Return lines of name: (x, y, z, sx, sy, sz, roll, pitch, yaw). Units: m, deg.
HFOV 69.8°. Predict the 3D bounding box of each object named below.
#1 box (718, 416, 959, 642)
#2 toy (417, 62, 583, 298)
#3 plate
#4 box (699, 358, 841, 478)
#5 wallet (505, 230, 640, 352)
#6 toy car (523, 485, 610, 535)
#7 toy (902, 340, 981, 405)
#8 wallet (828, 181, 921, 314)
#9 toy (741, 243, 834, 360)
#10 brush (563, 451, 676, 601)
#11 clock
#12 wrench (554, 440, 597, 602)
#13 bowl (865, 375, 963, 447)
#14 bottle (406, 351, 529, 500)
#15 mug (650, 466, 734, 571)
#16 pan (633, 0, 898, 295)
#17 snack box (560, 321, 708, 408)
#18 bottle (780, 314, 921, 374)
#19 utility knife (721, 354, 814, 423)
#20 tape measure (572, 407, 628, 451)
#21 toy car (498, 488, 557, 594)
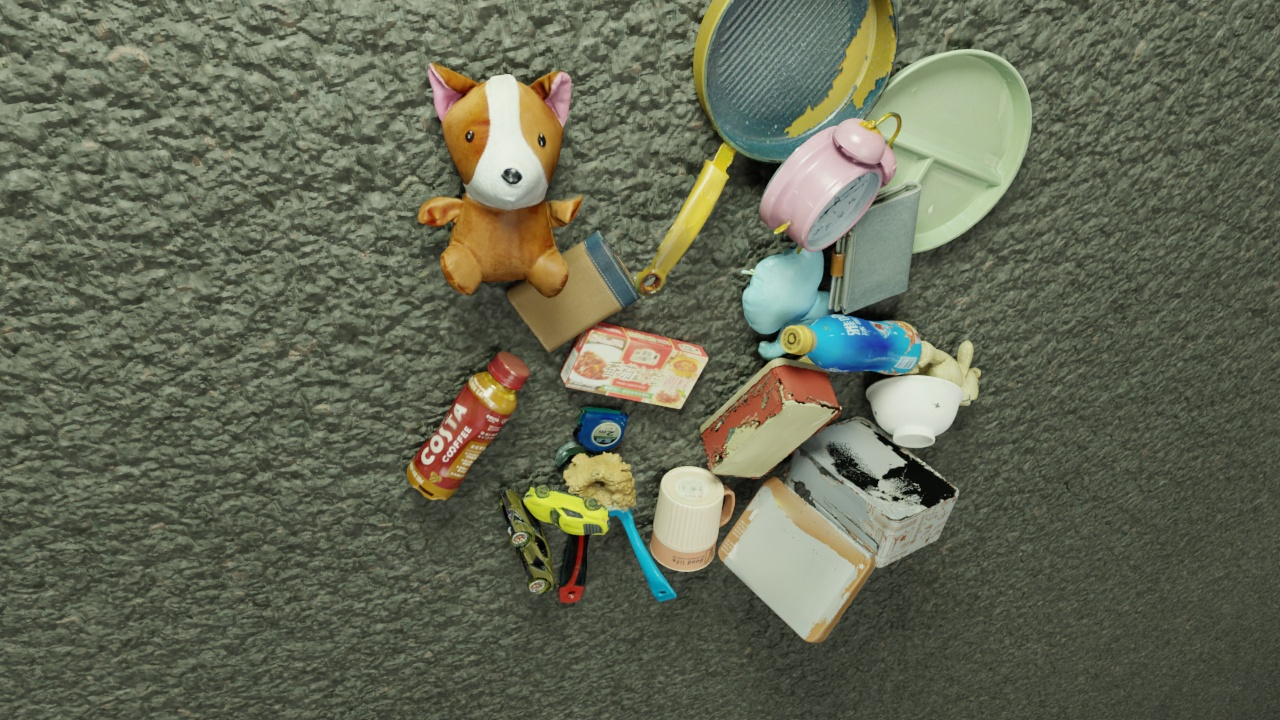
box: (0.238, 0.194, 1.126, 0.270, 0.179, 0.134, -38, 138, -13)
toy: (-0.120, -0.153, 0.793, 0.140, 0.130, 0.200, -1, 115, -16)
plate: (0.310, -0.219, 0.979, 0.230, 0.027, 0.231, -12, 128, -15)
box: (0.148, 0.077, 1.063, 0.091, 0.076, 0.169, 10, 141, -29)
wallet: (-0.067, -0.068, 0.930, 0.115, 0.033, 0.090, -33, 128, 4)
toy car: (-0.086, 0.175, 1.045, 0.105, 0.032, 0.048, 13, 139, 15)
toy: (0.378, 0.017, 1.157, 0.157, 0.066, 0.105, 23, 119, -41)
wallet: (0.248, -0.120, 0.988, 0.106, 0.037, 0.130, -21, 132, -20)
toy: (0.163, -0.066, 1.016, 0.156, 0.049, 0.162, 6, 126, -38)
brush: (-0.013, 0.206, 1.099, 0.083, 0.045, 0.255, -18, 120, 13)
clock: (0.189, -0.174, 0.878, 0.159, 0.060, 0.117, -48, 157, 13)
wrench: (-0.079, 0.207, 1.138, 0.056, 0.016, 0.274, -6, 126, -15)
bowl: (0.341, 0.071, 1.145, 0.118, 0.064, 0.118, 7, 157, 3)
bottle: (-0.179, 0.068, 0.965, 0.057, 0.057, 0.175, 24, 112, -35)
mug: (0.072, 0.193, 1.154, 0.114, 0.081, 0.106, -16, 129, -30)
pan: (0.099, -0.214, 0.860, 0.197, 0.078, 0.358, 28, 110, -36)
snack box: (-0.006, 0.006, 1.013, 0.152, 0.025, 0.075, 13, 119, -30)
bottle: (0.236, -0.018, 1.037, 0.218, 0.065, 0.065, 2, 125, -43)
utility knife: (0.181, 0.015, 1.110, 0.205, 0.021, 0.031, -31, 131, 7)
tape measure: (-0.047, 0.077, 1.050, 0.058, 0.025, 0.055, 7, 123, -23)
toy car: (-0.133, 0.214, 1.085, 0.042, 0.070, 0.158, -21, 130, -8)
